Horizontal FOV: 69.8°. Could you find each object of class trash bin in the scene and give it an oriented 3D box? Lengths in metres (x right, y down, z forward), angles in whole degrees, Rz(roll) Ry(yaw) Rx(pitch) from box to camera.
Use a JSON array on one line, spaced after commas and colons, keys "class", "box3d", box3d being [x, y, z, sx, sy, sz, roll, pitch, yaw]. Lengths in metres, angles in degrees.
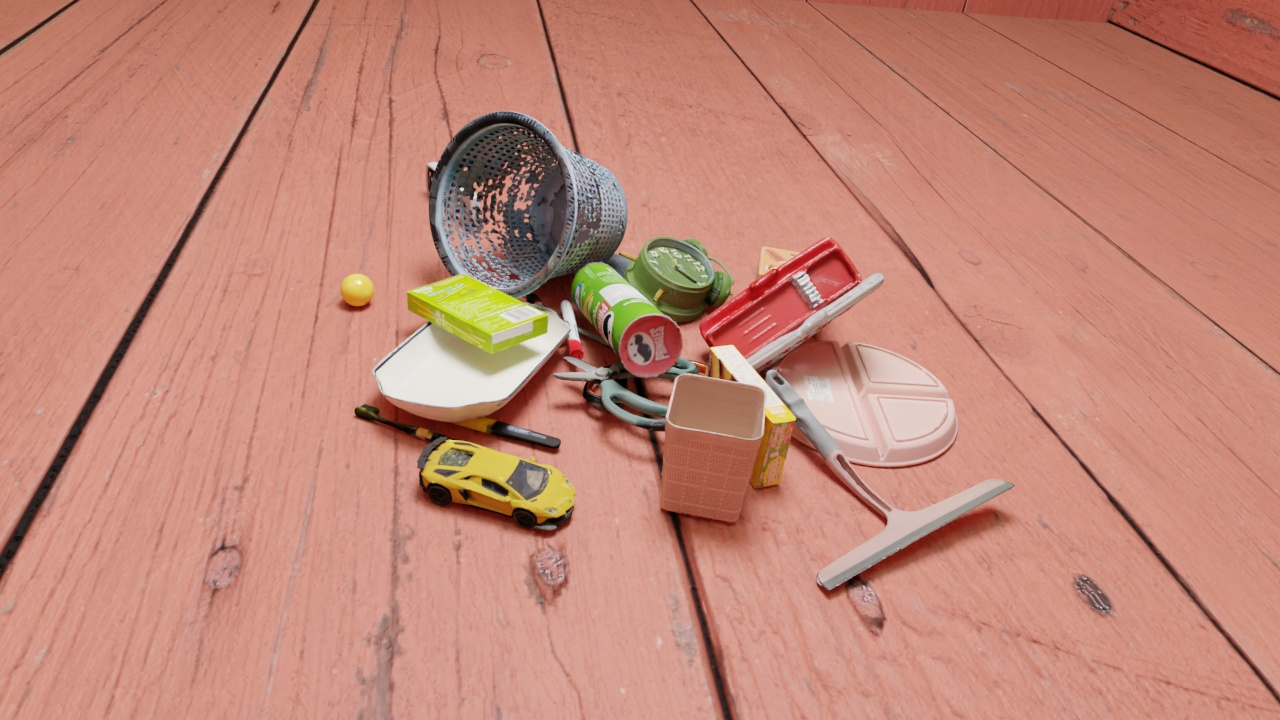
[{"class": "trash bin", "box3d": [-0.125, -0.192, 1.190, 0.227, 0.227, 0.194, 26, 17, 27]}]

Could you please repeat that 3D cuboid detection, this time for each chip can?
[{"class": "chip can", "box3d": [-0.022, -0.054, 1.067, 0.072, 0.072, 0.236, -5, 21, -17]}]

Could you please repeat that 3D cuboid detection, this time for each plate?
[{"class": "plate", "box3d": [0.255, 0.040, 1.066, 0.229, 0.028, 0.229, 4, 34, -3]}, {"class": "plate", "box3d": [-0.182, -0.001, 1.028, 0.162, 0.034, 0.265, 10, 29, 13]}]

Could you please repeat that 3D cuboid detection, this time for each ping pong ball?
[{"class": "ping pong ball", "box3d": [-0.351, -0.087, 1.139, 0.040, 0.040, 0.040, 5, 33, -3]}]

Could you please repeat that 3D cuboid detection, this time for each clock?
[{"class": "clock", "box3d": [0.054, -0.111, 1.209, 0.161, 0.056, 0.116, -10, 53, -37]}]

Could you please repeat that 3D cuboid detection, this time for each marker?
[{"class": "marker", "box3d": [-0.120, -0.054, 1.155, 0.018, 0.015, 0.124, -10, 34, -21]}, {"class": "marker", "box3d": [-0.141, 0.072, 0.958, 0.124, 0.015, 0.018, 14, 33, 12]}, {"class": "marker", "box3d": [-0.084, -0.039, 1.114, 0.017, 0.017, 0.145, 0, 28, -10]}]

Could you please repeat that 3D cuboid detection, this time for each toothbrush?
[{"class": "toothbrush", "box3d": [-0.212, 0.077, 0.942, 0.186, 0.012, 0.017, 17, 24, 15]}]

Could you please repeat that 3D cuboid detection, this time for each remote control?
[{"class": "remote control", "box3d": [-0.283, -0.247, 1.376, 0.021, 0.058, 0.150, -20, 41, -33]}]

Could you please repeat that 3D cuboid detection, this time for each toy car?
[{"class": "toy car", "box3d": [-0.135, 0.114, 0.873, 0.156, 0.041, 0.071, 16, 35, 11]}]

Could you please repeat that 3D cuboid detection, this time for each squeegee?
[{"class": "squeegee", "box3d": [0.206, 0.099, 0.947, 0.247, 0.040, 0.249, -21, 51, -24]}]

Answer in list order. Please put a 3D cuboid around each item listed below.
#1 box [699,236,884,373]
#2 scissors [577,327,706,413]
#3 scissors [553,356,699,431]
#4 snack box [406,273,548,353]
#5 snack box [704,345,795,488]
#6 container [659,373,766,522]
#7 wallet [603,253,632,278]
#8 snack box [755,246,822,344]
[{"class": "box", "box3d": [0.173, -0.063, 1.068, 0.201, 0.100, 0.102, -34, 81, -2]}, {"class": "scissors", "box3d": [-0.002, 0.007, 1.081, 0.234, 0.022, 0.220, 20, 31, 22]}, {"class": "scissors", "box3d": [-0.005, 0.032, 0.993, 0.170, 0.019, 0.180, 0, 31, -17]}, {"class": "snack box", "box3d": [-0.190, -0.057, 1.064, 0.156, 0.026, 0.085, 25, 34, 34]}, {"class": "snack box", "box3d": [0.108, 0.056, 0.961, 0.033, 0.087, 0.140, -8, 37, -24]}, {"class": "container", "box3d": [0.067, 0.087, 0.885, 0.090, 0.111, 0.089, 10, 34, 5]}, {"class": "wallet", "box3d": [-0.009, -0.111, 1.258, 0.121, 0.019, 0.097, 15, 35, 16]}, {"class": "snack box", "box3d": [0.192, -0.082, 1.179, 0.094, 0.093, 0.076, 10, 34, 5]}]
